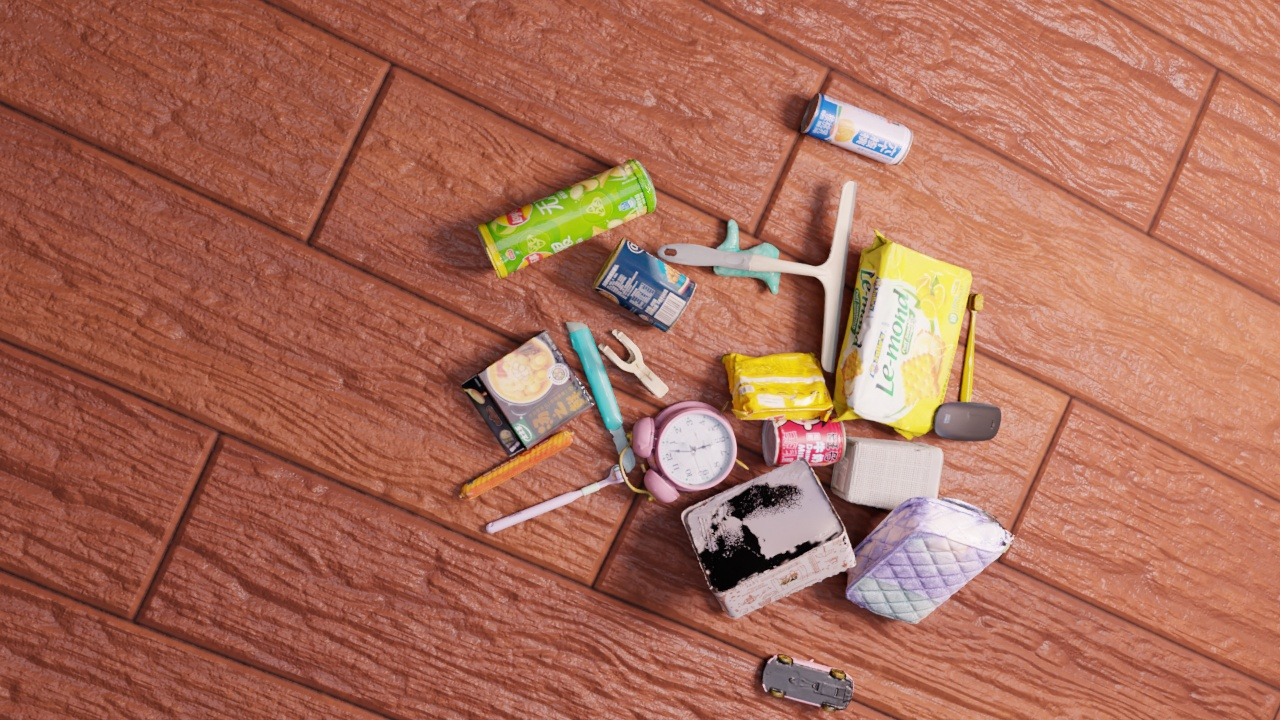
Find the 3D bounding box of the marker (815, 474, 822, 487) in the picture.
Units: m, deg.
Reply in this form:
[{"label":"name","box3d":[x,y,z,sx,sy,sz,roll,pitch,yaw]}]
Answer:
[{"label":"marker","box3d":[0.248,0.207,1.217,0.018,0.015,0.124,-23,96,-5]}]

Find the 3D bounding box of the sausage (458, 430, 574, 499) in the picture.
[{"label":"sausage","box3d":[-0.155,0.131,1.155,0.165,0.021,0.021,-29,96,-6]}]

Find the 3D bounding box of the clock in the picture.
[{"label":"clock","box3d":[0.049,0.117,1.164,0.158,0.060,0.117,-18,94,-5]}]

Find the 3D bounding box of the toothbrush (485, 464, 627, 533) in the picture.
[{"label":"toothbrush","box3d":[-0.107,0.179,1.165,0.189,0.029,0.021,-22,133,-5]}]

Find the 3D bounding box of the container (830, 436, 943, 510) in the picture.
[{"label":"container","box3d":[0.315,0.146,1.188,0.114,0.090,0.090,9,91,-5]}]

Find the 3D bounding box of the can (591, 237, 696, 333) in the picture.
[{"label":"can","box3d":[0.006,-0.092,1.142,0.111,0.075,0.075,31,88,-8]}]

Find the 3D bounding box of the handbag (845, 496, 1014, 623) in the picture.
[{"label":"handbag","box3d":[0.352,0.249,1.152,0.134,0.075,0.194,21,134,-10]}]

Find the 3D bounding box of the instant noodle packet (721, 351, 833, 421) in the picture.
[{"label":"instant noodle packet","box3d":[0.171,0.034,1.163,0.128,0.110,0.044,0,135,-9]}]

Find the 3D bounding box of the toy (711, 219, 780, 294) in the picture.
[{"label":"toy","box3d":[0.136,-0.133,1.181,0.092,0.030,0.096,0,89,-10]}]

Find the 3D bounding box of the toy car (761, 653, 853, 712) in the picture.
[{"label":"toy car","box3d":[0.220,0.424,1.213,0.122,0.037,0.056,14,87,4]}]

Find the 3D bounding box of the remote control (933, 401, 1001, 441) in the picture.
[{"label":"remote control","box3d":[0.437,0.081,1.206,0.136,0.024,0.053,5,97,-34]}]

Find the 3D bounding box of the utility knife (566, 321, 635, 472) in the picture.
[{"label":"utility knife","box3d":[-0.048,0.045,1.170,0.029,0.013,0.207,-21,92,-8]}]

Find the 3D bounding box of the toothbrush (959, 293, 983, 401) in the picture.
[{"label":"toothbrush","box3d":[0.444,0.004,1.235,0.015,0.016,0.190,5,92,-7]}]

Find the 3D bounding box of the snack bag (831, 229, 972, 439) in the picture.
[{"label":"snack bag","box3d":[0.329,-0.028,1.174,0.158,0.068,0.246,13,89,-30]}]

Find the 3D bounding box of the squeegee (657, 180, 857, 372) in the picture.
[{"label":"squeegee","box3d":[0.145,-0.122,1.147,0.246,0.039,0.246,7,90,-6]}]

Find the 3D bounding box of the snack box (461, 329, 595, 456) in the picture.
[{"label":"snack box","box3d":[-0.140,0.042,1.143,0.125,0.053,0.113,-35,96,-10]}]

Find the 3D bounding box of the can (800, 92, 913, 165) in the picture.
[{"label":"can","box3d":[0.279,-0.296,1.181,0.134,0.053,0.053,18,90,-8]}]

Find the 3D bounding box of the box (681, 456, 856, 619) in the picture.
[{"label":"box","box3d":[0.164,0.241,1.162,0.182,0.152,0.178,-25,135,3]}]

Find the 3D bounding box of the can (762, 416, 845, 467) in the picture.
[{"label":"can","box3d":[0.210,0.103,1.181,0.093,0.066,0.066,-1,92,-8]}]

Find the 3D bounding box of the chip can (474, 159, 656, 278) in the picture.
[{"label":"chip can","box3d":[-0.088,-0.176,1.127,0.221,0.072,0.072,-25,95,-6]}]

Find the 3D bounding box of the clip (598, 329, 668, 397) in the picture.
[{"label":"clip","box3d":[-0.007,0.006,1.148,0.035,0.083,0.104,-44,86,-5]}]
